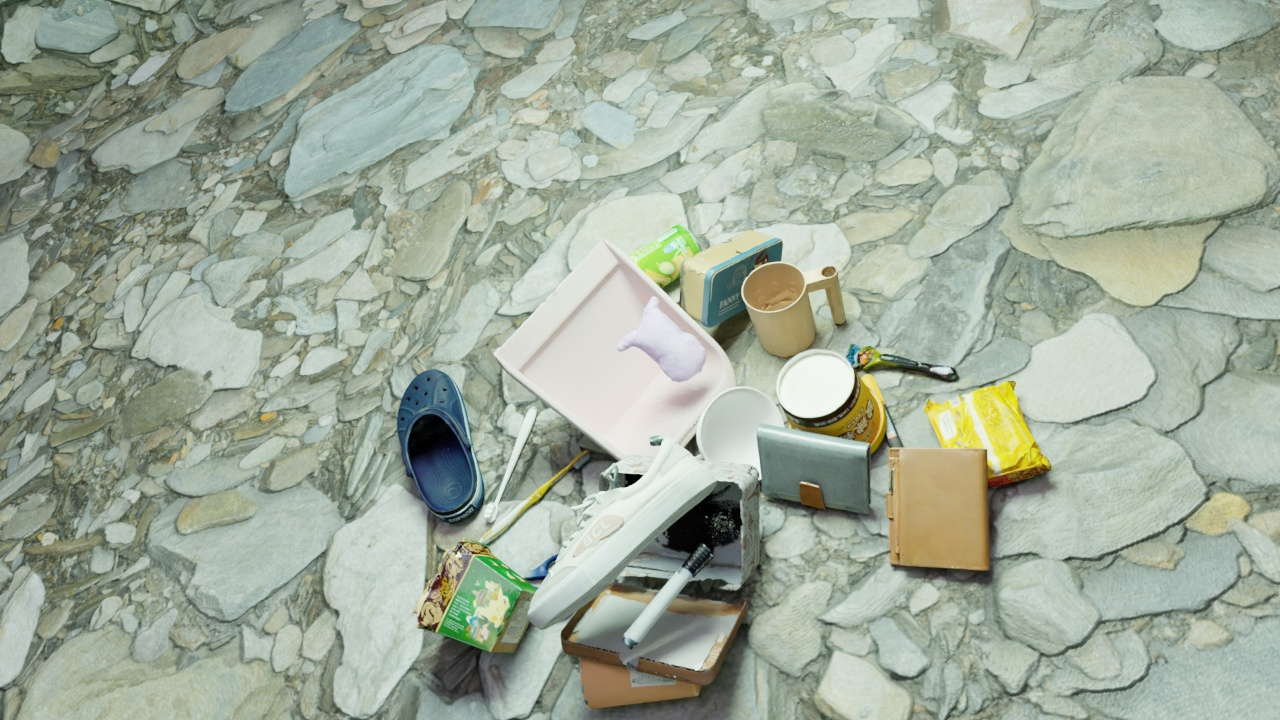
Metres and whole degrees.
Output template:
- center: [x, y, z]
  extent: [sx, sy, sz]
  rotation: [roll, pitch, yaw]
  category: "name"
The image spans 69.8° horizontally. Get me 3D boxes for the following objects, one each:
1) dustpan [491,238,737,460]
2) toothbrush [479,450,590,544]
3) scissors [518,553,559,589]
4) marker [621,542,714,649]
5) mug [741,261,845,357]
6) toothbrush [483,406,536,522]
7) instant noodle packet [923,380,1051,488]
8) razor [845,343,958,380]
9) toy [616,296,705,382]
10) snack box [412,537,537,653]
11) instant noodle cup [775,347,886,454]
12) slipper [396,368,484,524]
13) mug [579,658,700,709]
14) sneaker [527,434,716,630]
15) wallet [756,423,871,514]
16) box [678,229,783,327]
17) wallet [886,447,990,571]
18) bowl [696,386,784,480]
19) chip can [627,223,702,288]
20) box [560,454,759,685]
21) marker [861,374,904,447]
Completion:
- center: [-0.007, 0.007, 1.172]
  extent: [0.222, 0.273, 0.139]
  rotation: [-51, 29, -15]
  category: "dustpan"
- center: [-0.139, 0.184, 1.212]
  extent: [0.191, 0.016, 0.018]
  rotation: [-40, 59, -11]
  category: "toothbrush"
- center: [-0.150, 0.284, 1.144]
  extent: [0.171, 0.012, 0.140]
  rotation: [-27, 50, 4]
  category: "scissors"
- center: [0.029, 0.243, 0.944]
  extent: [0.022, 0.018, 0.130]
  rotation: [37, 83, 22]
  category: "marker"
- center: [0.204, -0.071, 1.207]
  extent: [0.125, 0.103, 0.084]
  rotation: [-15, 51, 10]
  category: "mug"
- center: [-0.177, 0.139, 1.260]
  extent: [0.016, 0.016, 0.179]
  rotation: [6, 57, 22]
  category: "toothbrush"
- center: [0.394, 0.086, 1.054]
  extent: [0.111, 0.044, 0.128]
  rotation: [-16, 48, 12]
  category: "instant noodle packet"
- center: [0.327, 0.004, 1.156]
  extent: [0.143, 0.022, 0.042]
  rotation: [12, 62, 28]
  category: "razor"
- center: [0.033, -0.016, 1.160]
  extent: [0.108, 0.039, 0.084]
  rotation: [39, 85, -7]
  category: "toy"
- center: [-0.186, 0.290, 1.092]
  extent: [0.106, 0.117, 0.118]
  rotation: [24, 80, 19]
  category: "snack box"
- center: [0.222, 0.052, 1.091]
  extent: [0.119, 0.114, 0.118]
  rotation: [-14, 54, 20]
  category: "instant noodle cup"
- center: [-0.291, 0.112, 1.277]
  extent: [0.105, 0.095, 0.252]
  rotation: [-25, 53, -1]
  category: "slipper"
- center: [0.002, 0.338, 1.004]
  extent: [0.123, 0.078, 0.078]
  rotation: [-7, 53, 12]
  category: "mug"
- center: [-0.037, 0.174, 0.959]
  extent: [0.242, 0.089, 0.091]
  rotation: [-42, 73, -5]
  category: "sneaker"
- center: [0.199, 0.130, 1.060]
  extent: [0.130, 0.107, 0.036]
  rotation: [9, 37, 27]
  category: "wallet"
- center: [0.119, -0.112, 1.241]
  extent: [0.059, 0.090, 0.183]
  rotation: [24, 39, 33]
  category: "box"
- center: [0.324, 0.161, 1.004]
  extent: [0.108, 0.031, 0.131]
  rotation: [-2, 81, 21]
  category: "wallet"
- center: [0.112, 0.092, 1.138]
  extent: [0.118, 0.118, 0.065]
  rotation: [-48, 15, -17]
  category: "bowl"
- center: [-0.012, -0.118, 1.350]
  extent: [0.221, 0.072, 0.072]
  rotation: [-32, 50, -3]
  category: "chip can"
- center: [0.025, 0.207, 1.013]
  extent: [0.180, 0.157, 0.226]
  rotation: [4, 26, 24]
  category: "box"
- center: [0.298, 0.069, 1.125]
  extent: [0.018, 0.015, 0.123]
  rotation: [-21, 53, 8]
  category: "marker"
